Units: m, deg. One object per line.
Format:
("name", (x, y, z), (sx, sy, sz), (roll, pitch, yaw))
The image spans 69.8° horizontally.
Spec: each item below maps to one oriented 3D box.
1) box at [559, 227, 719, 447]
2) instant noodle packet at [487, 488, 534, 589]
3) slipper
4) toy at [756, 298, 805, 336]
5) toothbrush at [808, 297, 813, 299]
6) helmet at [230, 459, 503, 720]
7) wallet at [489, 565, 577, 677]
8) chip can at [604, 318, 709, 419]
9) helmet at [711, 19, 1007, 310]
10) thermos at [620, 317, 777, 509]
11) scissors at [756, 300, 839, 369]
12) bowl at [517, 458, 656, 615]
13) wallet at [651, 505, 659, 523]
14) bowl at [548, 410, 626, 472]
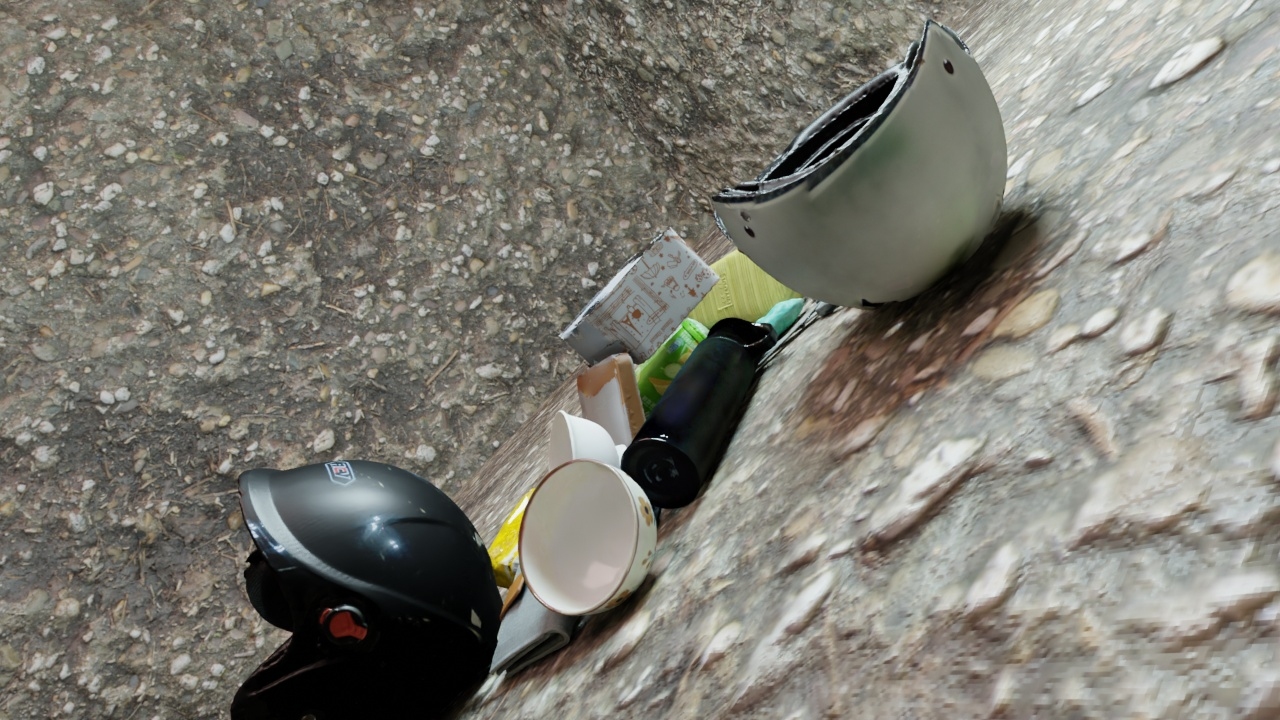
("box", (-0.018, 0.000, 0.983), (0.179, 0.130, 0.272), (156, 130, -71))
("instant noodle packet", (-0.102, 0.181, 0.927), (0.111, 0.044, 0.128), (-4, 34, 41))
("slipper", (0.131, -0.087, 1.101), (0.081, 0.091, 0.191), (-11, -2, -38))
("toy", (0.139, -0.035, 0.990), (0.091, 0.030, 0.097), (-38, -3, -16))
("toothbrush", (0.212, -0.108, 1.062), (0.018, 0.015, 0.180), (-51, 2, 30))
("helmet", (-0.248, 0.203, 0.816), (0.230, 0.275, 0.233), (-19, 23, -16))
("wallet", (-0.082, 0.187, 0.758), (0.107, 0.037, 0.129), (-39, 23, 35))
("chip can", (0.007, 0.045, 1.111), (0.221, 0.072, 0.072), (-44, 6, 4))
("helmet", (0.183, -0.129, 0.707), (0.230, 0.157, 0.273), (-38, 4, 14))
("thermos", (0.063, 0.031, 0.826), (0.090, 0.068, 0.241), (-34, 12, 34))
("scissors", (0.168, -0.041, 0.925), (0.165, 0.014, 0.163), (-49, 5, -26))
("bowl", (-0.031, 0.133, 0.687), (0.114, 0.113, 0.062), (-42, -35, 21))
("wallet", (-0.017, 0.148, 0.821), (0.097, 0.019, 0.120), (-41, 5, 14))
("bowl", (-0.046, 0.106, 0.881), (0.064, 0.118, 0.118), (-1, -8, -17))
